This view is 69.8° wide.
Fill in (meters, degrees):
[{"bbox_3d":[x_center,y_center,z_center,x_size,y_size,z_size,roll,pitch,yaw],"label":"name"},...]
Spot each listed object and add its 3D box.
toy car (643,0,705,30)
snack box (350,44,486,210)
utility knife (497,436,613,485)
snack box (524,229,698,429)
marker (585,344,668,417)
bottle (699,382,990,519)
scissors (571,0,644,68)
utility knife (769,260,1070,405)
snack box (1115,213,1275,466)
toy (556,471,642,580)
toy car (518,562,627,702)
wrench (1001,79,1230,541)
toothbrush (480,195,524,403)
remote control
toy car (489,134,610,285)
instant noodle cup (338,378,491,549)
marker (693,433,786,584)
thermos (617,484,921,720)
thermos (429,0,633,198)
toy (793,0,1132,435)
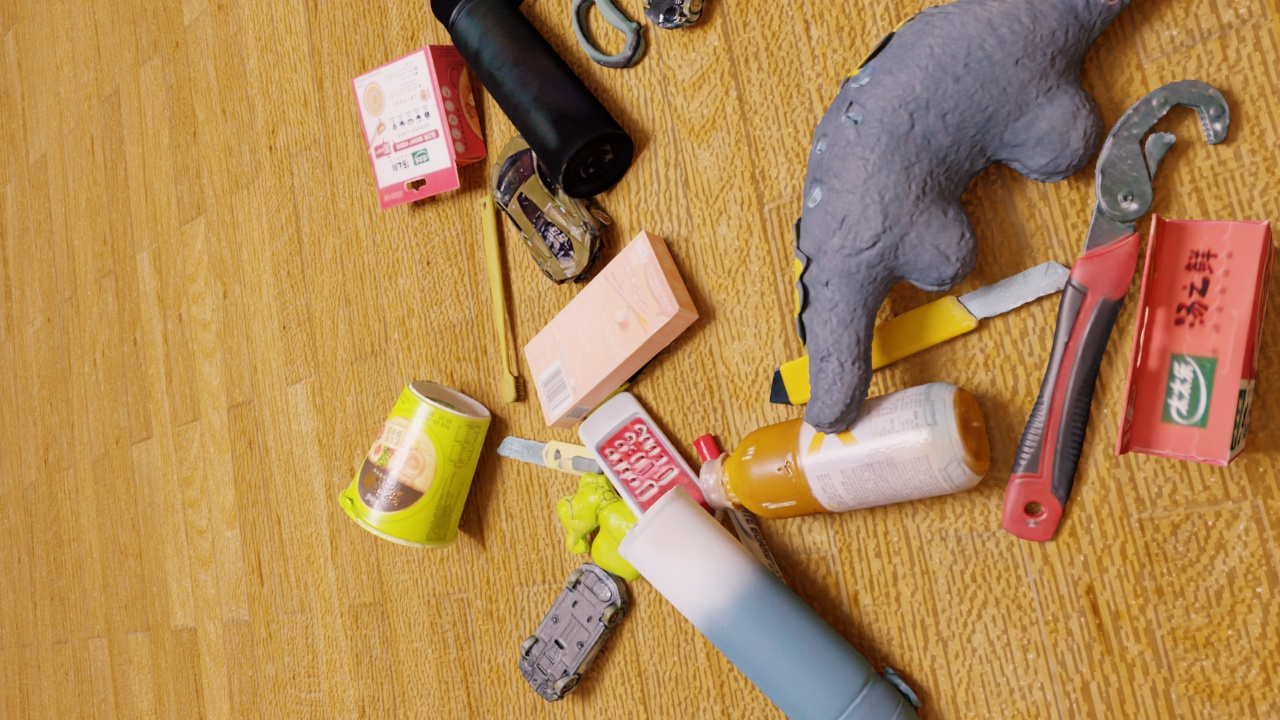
[{"bbox_3d":[0.038,-0.300,0.691,0.049,0.031,0.106,31,106,34],"label":"toy car"},{"bbox_3d":[-0.205,-0.214,0.855,0.113,0.044,0.127,-6,100,36],"label":"snack box"},{"bbox_3d":[-0.044,0.087,0.761,0.205,0.021,0.031,9,90,41],"label":"utility knife"},{"bbox_3d":[-0.028,-0.022,0.729,0.158,0.026,0.084,-41,53,28],"label":"snack box"},{"bbox_3d":[-0.004,0.004,0.731,0.124,0.015,0.018,-45,52,24],"label":"marker"},{"bbox_3d":[0.125,0.065,0.598,0.190,0.067,0.068,-18,79,35],"label":"bottle"},{"bbox_3d":[-0.010,-0.324,0.737,0.172,0.019,0.170,-20,79,33],"label":"scissors"},{"bbox_3d":[0.174,-0.014,0.595,0.217,0.015,0.033,-25,75,34],"label":"utility knife"},{"bbox_3d":[0.276,-0.008,0.450,0.044,0.127,0.113,10,96,36],"label":"snack box"},{"bbox_3d":[-0.020,0.134,0.727,0.097,0.031,0.100,-47,69,25],"label":"toy"},{"bbox_3d":[-0.053,0.222,0.751,0.054,0.036,0.121,38,101,32],"label":"toy car"},{"bbox_3d":[0.260,-0.023,0.525,0.056,0.016,0.273,18,102,14],"label":"wrench"},{"bbox_3d":[-0.124,-0.055,0.819,0.016,0.016,0.190,-15,79,37],"label":"toothbrush"},{"bbox_3d":[0.006,0.084,0.701,0.056,0.020,0.136,-39,60,1],"label":"remote control"},{"bbox_3d":[-0.083,-0.130,0.775,0.070,0.042,0.158,-50,60,24],"label":"toy car"},{"bbox_3d":[-0.193,0.087,0.818,0.112,0.111,0.123,29,98,34],"label":"instant noodle cup"},{"bbox_3d":[0.076,0.120,0.666,0.017,0.017,0.145,-38,68,30],"label":"marker"},{"bbox_3d":[0.085,0.178,0.609,0.220,0.070,0.070,41,113,15],"label":"thermos"},{"bbox_3d":[-0.090,-0.247,0.766,0.090,0.068,0.242,-40,65,11],"label":"thermos"},{"bbox_3d":[0.176,-0.128,0.542,0.138,0.091,0.357,44,106,29],"label":"toy"}]
